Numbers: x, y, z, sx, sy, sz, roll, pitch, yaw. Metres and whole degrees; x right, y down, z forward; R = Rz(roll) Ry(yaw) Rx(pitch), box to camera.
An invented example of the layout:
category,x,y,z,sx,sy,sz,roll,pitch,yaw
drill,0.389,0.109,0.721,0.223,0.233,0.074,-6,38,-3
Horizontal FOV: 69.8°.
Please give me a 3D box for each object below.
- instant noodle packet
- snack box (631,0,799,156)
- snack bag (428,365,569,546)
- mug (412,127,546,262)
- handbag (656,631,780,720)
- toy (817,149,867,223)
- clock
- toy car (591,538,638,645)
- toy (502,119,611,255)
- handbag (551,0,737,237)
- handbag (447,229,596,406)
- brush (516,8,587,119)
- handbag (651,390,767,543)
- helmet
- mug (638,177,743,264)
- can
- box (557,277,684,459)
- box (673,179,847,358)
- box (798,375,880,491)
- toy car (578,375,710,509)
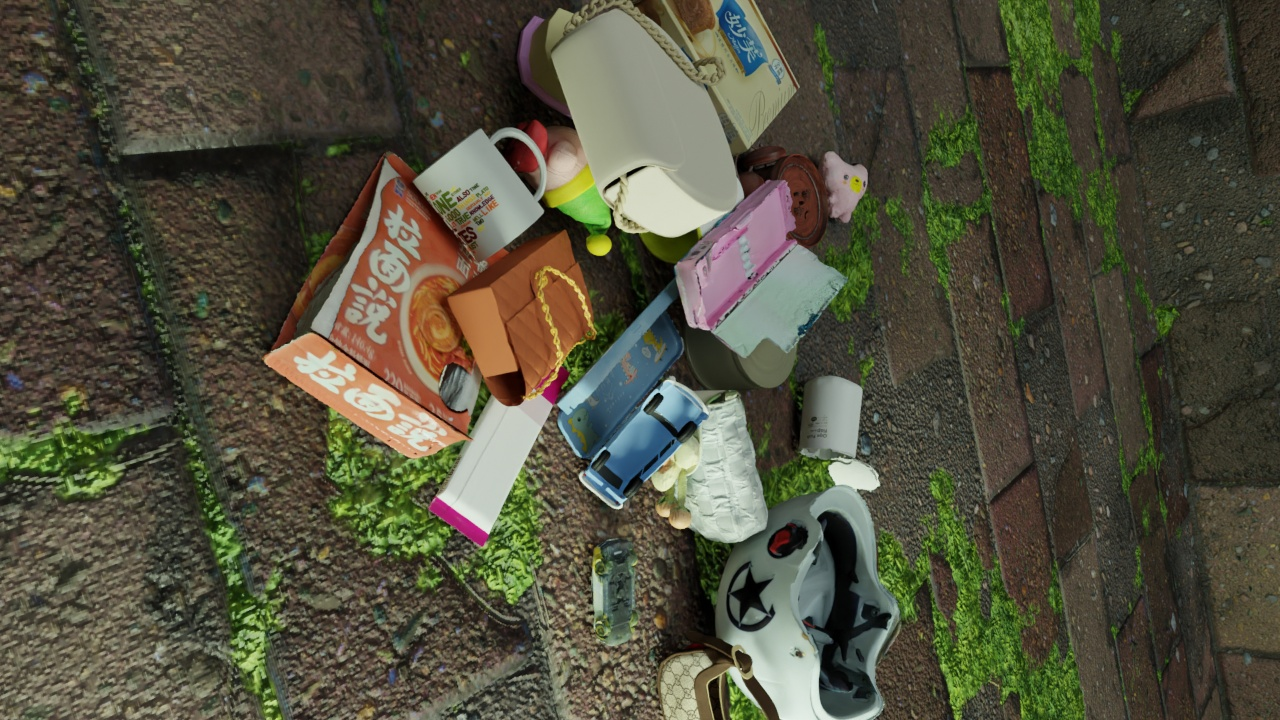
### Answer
category,x,y,z,sx,sy,sz,roll,pitch,yaw
instant noodle packet,-0.195,-0.052,0.786,0.164,0.084,0.220,41,46,-34
snack box,0.091,-0.366,1.082,0.207,0.055,0.152,55,53,-24
snack bag,-0.128,0.071,0.857,0.070,0.016,0.196,44,56,-31
mug,-0.130,-0.154,0.806,0.105,0.073,0.089,-39,106,-5
handbag,0.088,0.365,0.958,0.063,0.139,0.166,-14,94,-48
toy,0.285,-0.245,1.301,0.102,0.050,0.093,11,82,-42
clock,0.169,-0.207,1.160,0.158,0.072,0.120,50,53,-31
toy car,-0.029,0.233,0.929,0.048,0.033,0.105,-2,91,-48
toy,-0.074,-0.171,0.891,0.131,0.124,0.097,25,89,-22
handbag,0.017,-0.230,0.884,0.208,0.104,0.210,-4,72,-60
handbag,-0.093,-0.043,0.838,0.171,0.060,0.109,-54,128,-61
brush,-0.031,-0.288,0.982,0.228,0.043,0.089,20,71,-43
handbag,0.064,0.121,0.988,0.123,0.113,0.171,-24,103,-36
helmet,0.177,0.274,1.046,0.236,0.164,0.263,41,51,-43
mug,0.057,-0.168,1.032,0.105,0.083,0.082,-44,116,-41
can,0.119,-0.026,1.085,0.127,0.073,0.127,7,80,-45
box,-0.017,0.001,0.963,0.208,0.049,0.121,-48,153,-38
box,0.131,-0.093,1.022,0.159,0.066,0.229,55,47,-10
box,0.270,0.102,1.226,0.143,0.083,0.136,26,68,-47
toy car,0.005,0.080,0.911,0.056,0.154,0.054,41,22,-3
